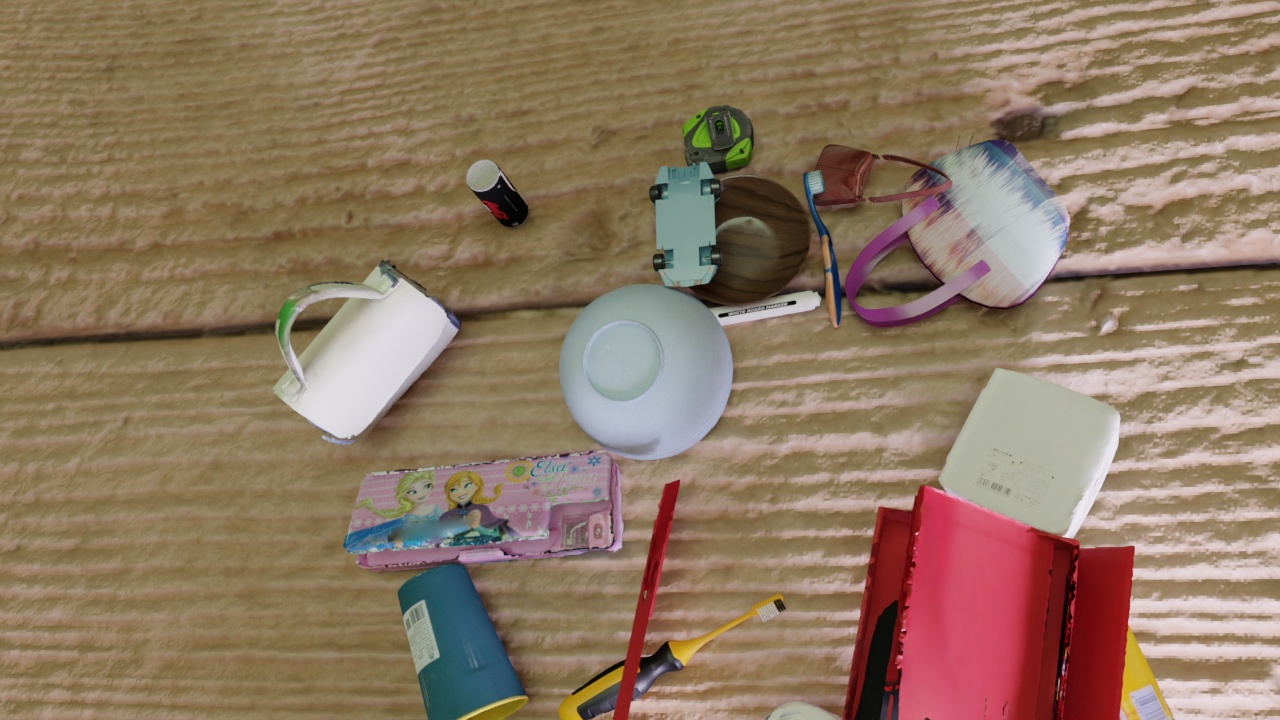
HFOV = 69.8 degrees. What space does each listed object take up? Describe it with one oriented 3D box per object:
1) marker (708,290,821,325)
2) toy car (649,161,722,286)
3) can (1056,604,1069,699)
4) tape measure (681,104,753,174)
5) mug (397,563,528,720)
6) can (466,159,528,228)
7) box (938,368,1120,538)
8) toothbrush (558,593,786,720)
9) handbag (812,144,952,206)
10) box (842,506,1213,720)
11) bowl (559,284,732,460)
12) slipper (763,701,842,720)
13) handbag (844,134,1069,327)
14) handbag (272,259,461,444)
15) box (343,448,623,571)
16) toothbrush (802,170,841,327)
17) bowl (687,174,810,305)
[{"bbox_3d":[0.087,-0.039,0.783,0.134,0.017,0.020,-10,93,10],"label":"marker"},{"bbox_3d":[0.040,-0.111,0.773,0.060,0.027,0.107,-4,78,12],"label":"toy car"},{"bbox_3d":[0.314,0.219,0.627,0.068,0.067,0.105,-21,71,6],"label":"can"},{"bbox_3d":[0.069,-0.199,0.823,0.066,0.036,0.058,-15,70,9],"label":"tape measure"},{"bbox_3d":[-0.148,0.229,0.731,0.078,0.078,0.121,-29,66,3],"label":"mug"},{"bbox_3d":[-0.128,-0.149,0.830,0.031,0.080,0.031,-4,74,12],"label":"can"},{"bbox_3d":[0.291,0.082,0.690,0.102,0.102,0.107,23,74,36],"label":"box"},{"bbox_3d":[0.024,0.231,0.714,0.196,0.031,0.030,-28,45,-1],"label":"toothbrush"},{"bbox_3d":[0.200,-0.151,0.758,0.120,0.029,0.055,14,81,42],"label":"handbag"},{"bbox_3d":[0.289,0.197,0.486,0.426,0.128,0.212,-6,64,51],"label":"box"},{"bbox_3d":[-0.004,0.004,0.749,0.151,0.074,0.150,-2,82,16],"label":"bowl"},{"bbox_3d":[0.187,0.340,0.620,0.264,0.063,0.111,28,83,28],"label":"slipper"},{"bbox_3d":[0.244,-0.090,0.743,0.170,0.068,0.144,-34,70,9],"label":"handbag"},{"bbox_3d":[-0.237,-0.011,0.765,0.074,0.176,0.151,39,85,18],"label":"handbag"},{"bbox_3d":[-0.133,0.124,0.761,0.230,0.063,0.084,-7,73,11],"label":"box"},{"bbox_3d":[0.156,-0.094,0.769,0.017,0.021,0.135,-13,84,33],"label":"toothbrush"},{"bbox_3d":[0.087,-0.099,0.792,0.119,0.032,0.119,-4,73,12],"label":"bowl"}]
